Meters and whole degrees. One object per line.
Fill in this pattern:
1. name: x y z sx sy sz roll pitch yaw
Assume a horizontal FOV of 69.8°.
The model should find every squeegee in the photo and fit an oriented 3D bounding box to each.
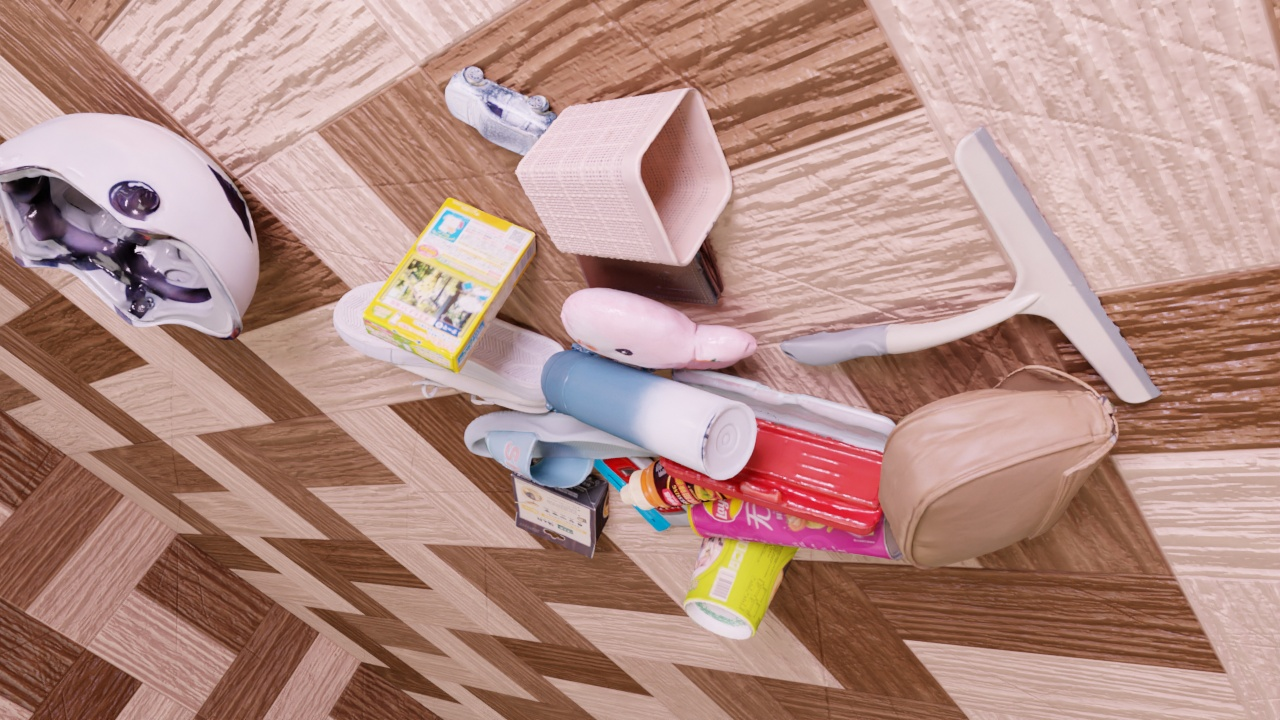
1. squeegee: 0.190 -0.022 0.658 0.247 0.039 0.246 -15 128 48

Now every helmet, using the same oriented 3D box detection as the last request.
1. helmet: -0.483 -0.143 0.901 0.258 0.145 0.230 25 150 -10

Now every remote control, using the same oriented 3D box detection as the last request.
1. remote control: 0.015 0.142 1.034 0.056 0.020 0.136 -16 127 47

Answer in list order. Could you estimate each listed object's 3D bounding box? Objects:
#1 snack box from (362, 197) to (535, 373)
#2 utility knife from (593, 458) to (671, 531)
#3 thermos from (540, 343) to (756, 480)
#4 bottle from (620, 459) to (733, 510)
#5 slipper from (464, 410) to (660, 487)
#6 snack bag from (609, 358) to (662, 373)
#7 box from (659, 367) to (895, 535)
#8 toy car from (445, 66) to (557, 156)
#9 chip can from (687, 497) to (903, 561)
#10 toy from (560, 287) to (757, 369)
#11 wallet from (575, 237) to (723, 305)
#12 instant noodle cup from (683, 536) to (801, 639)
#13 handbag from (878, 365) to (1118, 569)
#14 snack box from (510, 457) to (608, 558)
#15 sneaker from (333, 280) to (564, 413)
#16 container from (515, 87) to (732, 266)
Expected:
1. snack box: -0.157 -0.065 0.766 0.087 0.140 0.034 23 149 8
2. utility knife: -0.017 0.147 1.066 0.034 0.018 0.159 -14 127 47
3. thermos: -0.003 0.038 0.787 0.221 0.070 0.070 19 150 44
4. bottle: 0.042 0.115 0.903 0.150 0.066 0.067 -22 124 30
5. slipper: -0.081 0.098 0.971 0.246 0.074 0.104 -4 162 36
6. snack bag: -0.005 0.005 0.855 0.048 0.026 0.104 28 151 -24
7. box: 0.115 0.066 0.786 0.202 0.095 0.102 15 148 23
8. toy car: -0.102 -0.178 0.670 0.090 0.034 0.043 27 151 5
9. chip can: 0.152 0.147 0.892 0.211 0.071 0.071 -1 137 37
10. toy: 0.013 -0.021 0.748 0.159 0.054 0.121 12 172 -3
11. wallet: -0.002 -0.086 0.724 0.125 0.032 0.101 9 145 30
12. instant noodle cup: 0.104 0.228 0.988 0.112 0.123 0.112 20 147 13
13. handbag: 0.248 0.079 0.670 0.148 0.099 0.205 -16 151 2
14. snack box: -0.100 0.179 1.140 0.113 0.053 0.126 21 147 12
15. sneaker: -0.188 -0.008 0.928 0.242 0.089 0.091 19 151 4
16. container: -0.013 -0.124 0.627 0.111 0.090 0.090 7 142 35
